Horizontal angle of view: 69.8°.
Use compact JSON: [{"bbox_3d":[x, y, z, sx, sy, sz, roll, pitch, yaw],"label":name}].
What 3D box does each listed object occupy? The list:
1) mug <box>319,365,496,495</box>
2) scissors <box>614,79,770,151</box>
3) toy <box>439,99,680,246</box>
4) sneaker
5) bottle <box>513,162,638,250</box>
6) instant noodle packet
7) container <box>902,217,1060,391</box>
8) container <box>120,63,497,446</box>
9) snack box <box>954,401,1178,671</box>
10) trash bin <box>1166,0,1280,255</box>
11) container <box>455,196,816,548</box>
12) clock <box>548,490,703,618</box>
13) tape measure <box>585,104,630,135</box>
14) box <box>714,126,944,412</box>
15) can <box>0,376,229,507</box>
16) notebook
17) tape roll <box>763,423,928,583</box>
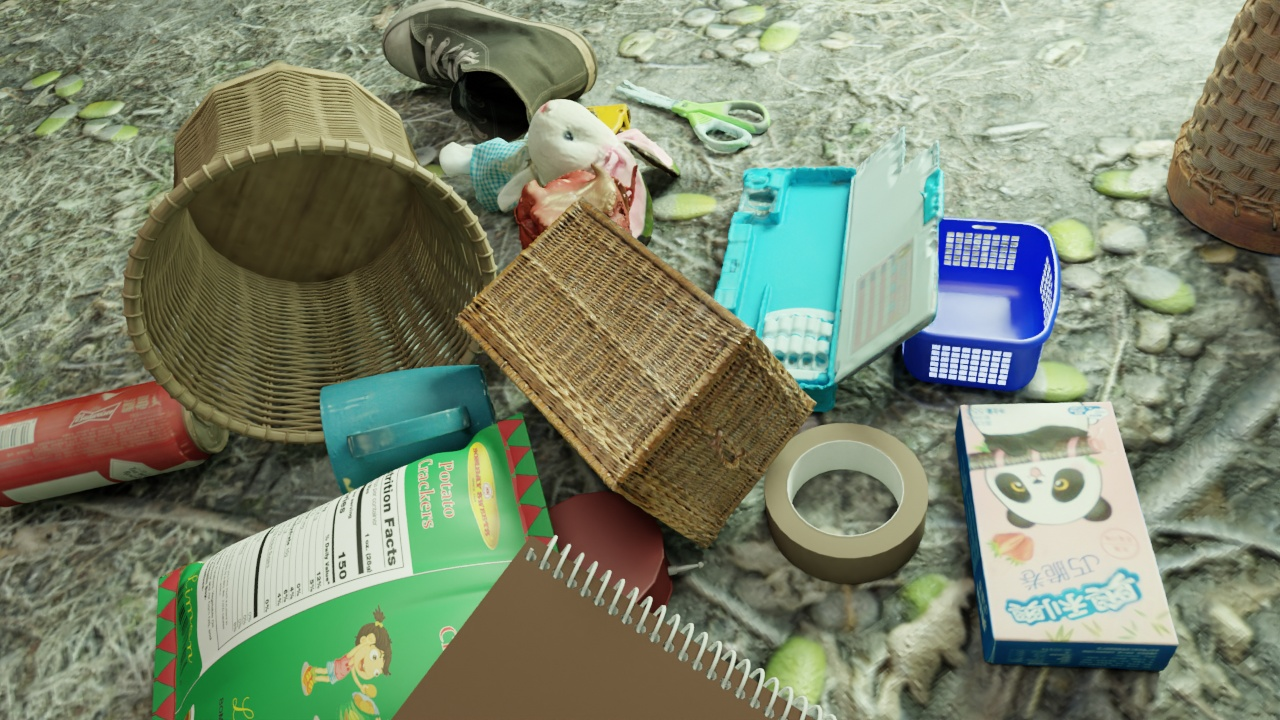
[{"bbox_3d":[-0.145,0.045,0.592,0.104,0.112,0.084,-14,90,-10],"label":"mug"},{"bbox_3d":[0.044,-0.237,0.860,0.175,0.033,0.072,33,67,30],"label":"scissors"},{"bbox_3d":[-0.077,-0.177,0.772,0.205,0.106,0.130,11,49,19],"label":"toy"},{"bbox_3d":[-0.172,-0.278,0.886,0.235,0.095,0.119,21,46,17],"label":"sneaker"},{"bbox_3d":[-0.043,-0.095,0.681,0.099,0.111,0.098,-5,55,7],"label":"bottle"},{"bbox_3d":[-0.157,0.156,0.499,0.253,0.090,0.195,-25,53,6],"label":"instant noodle packet"},{"bbox_3d":[0.222,-0.035,0.608,0.096,0.058,0.114,7,51,18],"label":"container"},{"bbox_3d":[-0.237,-0.087,0.659,0.226,0.227,0.196,-23,41,-8],"label":"container"},{"bbox_3d":[0.229,0.092,0.511,0.088,0.033,0.153,-2,49,12],"label":"snack box"},{"bbox_3d":[0.448,-0.193,0.593,0.151,0.210,0.151,-7,48,8],"label":"trash bin"},{"bbox_3d":[-0.003,0.003,0.562,0.113,0.114,0.198,-48,50,1],"label":"container"},{"bbox_3d":[-0.033,0.128,0.531,0.124,0.044,0.087,-34,51,-17],"label":"clock"},{"bbox_3d":[-0.046,-0.209,0.842,0.068,0.030,0.058,-1,47,13],"label":"tape measure"},{"bbox_3d":[0.137,-0.070,0.649,0.181,0.074,0.226,-15,42,33],"label":"box"},{"bbox_3d":[-0.391,0.057,0.660,0.170,0.067,0.067,-13,48,2],"label":"can"},{"bbox_3d":[-0.002,0.188,0.403,0.209,0.022,0.171,31,44,7],"label":"notebook"},{"bbox_3d":[0.121,0.083,0.545,0.094,0.030,0.093,-7,48,7],"label":"tape roll"}]
